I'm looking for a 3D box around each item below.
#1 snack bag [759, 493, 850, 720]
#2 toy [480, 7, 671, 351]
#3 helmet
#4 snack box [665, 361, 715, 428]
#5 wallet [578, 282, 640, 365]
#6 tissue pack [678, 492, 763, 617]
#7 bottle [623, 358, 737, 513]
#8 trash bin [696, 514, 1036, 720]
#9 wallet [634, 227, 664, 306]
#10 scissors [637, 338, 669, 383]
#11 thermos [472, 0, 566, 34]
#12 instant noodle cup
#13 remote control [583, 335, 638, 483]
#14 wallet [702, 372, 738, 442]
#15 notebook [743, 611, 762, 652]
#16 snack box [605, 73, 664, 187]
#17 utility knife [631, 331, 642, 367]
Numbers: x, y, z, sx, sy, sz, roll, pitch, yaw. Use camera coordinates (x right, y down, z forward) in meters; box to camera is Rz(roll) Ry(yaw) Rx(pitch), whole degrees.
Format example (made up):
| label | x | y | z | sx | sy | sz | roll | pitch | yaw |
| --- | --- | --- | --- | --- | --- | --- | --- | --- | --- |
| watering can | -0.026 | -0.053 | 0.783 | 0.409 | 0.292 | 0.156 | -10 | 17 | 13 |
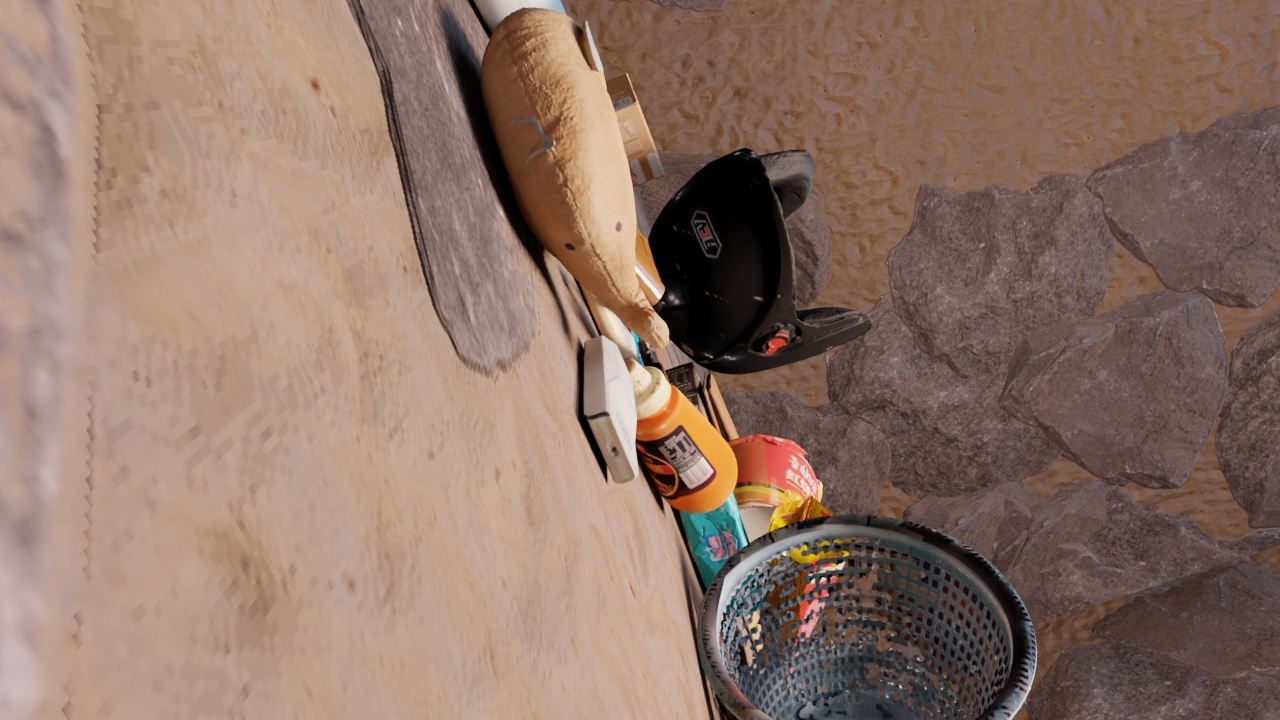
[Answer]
| label | x | y | z | sx | sy | sz | roll | pitch | yaw |
| --- | --- | --- | --- | --- | --- | --- | --- | --- | --- |
| snack bag | 0.139 | 0.231 | 0.852 | 0.128 | 0.073 | 0.208 | -74 | 172 | -54 |
| toy | -0.040 | -0.111 | 0.577 | 0.143 | 0.083 | 0.226 | 23 | 49 | -71 |
| helmet | 0.113 | -0.102 | 1.010 | 0.274 | 0.230 | 0.233 | 44 | 27 | -66 |
| snack box | 0.057 | 0.072 | 1.051 | 0.125 | 0.053 | 0.113 | -94 | 164 | -53 |
| wallet | -0.029 | -0.049 | 0.762 | 0.087 | 0.024 | 0.115 | -88 | 156 | -62 |
| tissue pack | 0.070 | 0.160 | 0.820 | 0.093 | 0.050 | 0.133 | -9 | 80 | -86 |
| bottle | 0.021 | 0.054 | 0.695 | 0.149 | 0.067 | 0.066 | 56 | 13 | -37 |
| trash bin | 0.164 | 0.261 | 0.682 | 0.226 | 0.226 | 0.195 | -100 | -179 | -60 |
| wallet | -0.034 | -0.113 | 0.730 | 0.132 | 0.031 | 0.107 | 46 | 16 | -29 |
| scissors | 0.003 | -0.007 | 0.741 | 0.161 | 0.022 | 0.234 | -106 | 176 | -55 |
| thermos | -0.091 | -0.275 | 0.746 | 0.220 | 0.070 | 0.070 | 57 | 14 | -66 |
| instant noodle cup | 0.122 | 0.164 | 0.957 | 0.108 | 0.138 | 0.138 | -77 | 147 | -63 |
| remote control | -0.019 | 0.026 | 0.579 | 0.124 | 0.024 | 0.049 | -96 | 164 | -66 |
| wallet | 0.096 | 0.075 | 1.050 | 0.101 | 0.020 | 0.115 | -67 | 137 | -79 |
| notebook | 0.112 | 0.254 | 1.116 | 0.147 | 0.008 | 0.207 | -69 | 139 | -82 |
| snack box | -0.037 | -0.242 | 1.006 | 0.077 | 0.093 | 0.094 | -105 | 171 | -47 |
| utility knife | -0.005 | 0.005 | 0.826 | 0.034 | 0.018 | 0.203 | 63 | 10 | -53 |
